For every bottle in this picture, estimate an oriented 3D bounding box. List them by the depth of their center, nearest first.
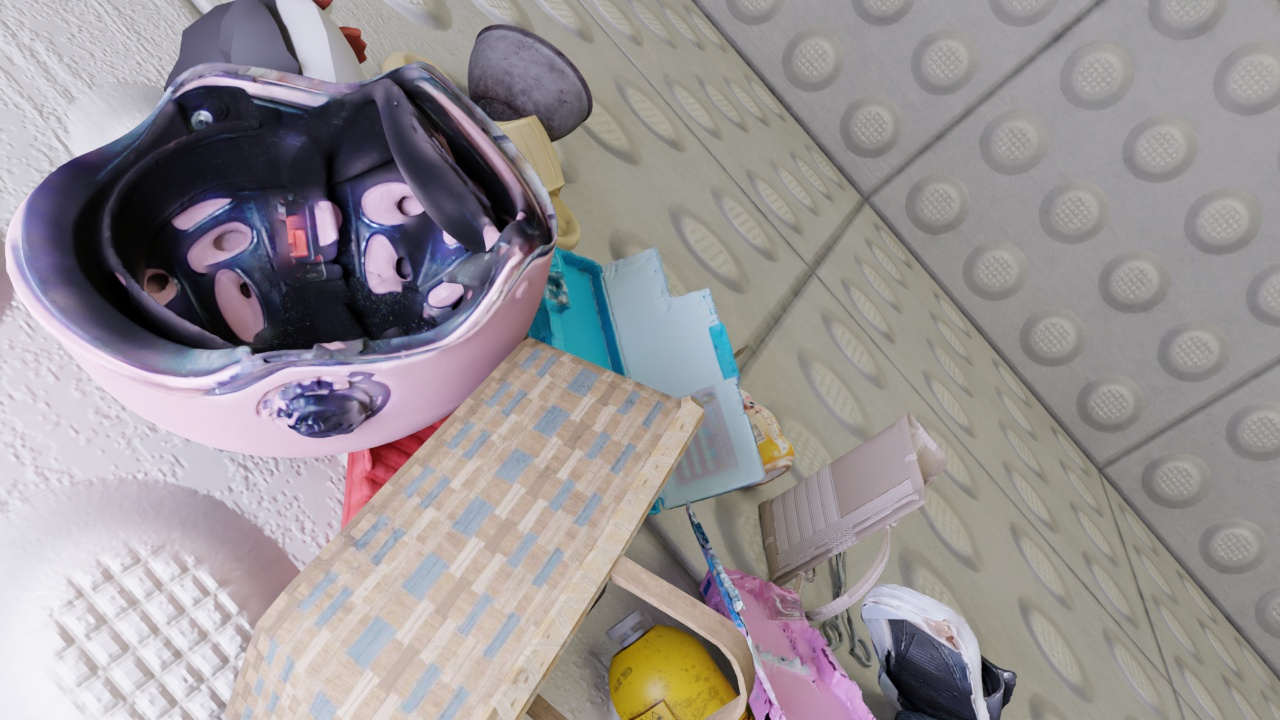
[{"bbox_3d":[0.035,0.234,0.579,0.164,0.071,0.071,54,26,10],"label":"bottle"},{"bbox_3d":[0.108,0.071,0.930,0.063,0.063,0.109,9,48,-54],"label":"bottle"}]

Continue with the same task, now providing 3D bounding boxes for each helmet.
[{"bbox_3d":[-0.178,-0.045,0.494,0.254,0.153,0.230,-23,60,-30],"label":"helmet"}]

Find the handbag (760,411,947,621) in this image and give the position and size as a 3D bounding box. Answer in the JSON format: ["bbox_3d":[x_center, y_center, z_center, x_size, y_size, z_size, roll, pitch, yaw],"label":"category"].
[{"bbox_3d":[0.178,0.153,0.804,0.062,0.176,0.197,48,28,-8],"label":"handbag"}]

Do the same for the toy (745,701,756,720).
[{"bbox_3d":[0.118,0.275,0.699,0.094,0.036,0.093,37,32,-9],"label":"toy"}]

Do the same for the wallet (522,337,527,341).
[{"bbox_3d":[-0.062,0.012,0.795,0.091,0.018,0.115,56,28,12],"label":"wallet"}]

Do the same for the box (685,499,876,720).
[{"bbox_3d":[0.076,0.186,0.639,0.160,0.063,0.230,45,3,-13],"label":"box"}]

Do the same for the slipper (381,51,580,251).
[{"bbox_3d":[-0.145,-0.220,0.913,0.261,0.079,0.111,46,29,-5],"label":"slipper"}]

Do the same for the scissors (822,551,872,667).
[{"bbox_3d":[0.192,0.233,0.900,0.117,0.014,0.161,28,35,-38],"label":"scissors"}]

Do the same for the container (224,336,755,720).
[{"bbox_3d":[-0.046,0.127,0.442,0.186,0.158,0.249,36,43,1],"label":"container"}]

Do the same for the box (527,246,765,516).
[{"bbox_3d":[-0.011,0.013,0.748,0.170,0.085,0.227,-6,69,-22],"label":"box"}]

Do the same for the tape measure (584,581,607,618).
[{"bbox_3d":[-0.054,0.145,0.602,0.059,0.038,0.058,27,30,-14],"label":"tape measure"}]

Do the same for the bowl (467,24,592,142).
[{"bbox_3d":[-0.130,-0.282,0.988,0.145,0.145,0.067,37,69,-24],"label":"bowl"}]

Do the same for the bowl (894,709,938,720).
[{"bbox_3d":[0.263,0.337,0.732,0.137,0.057,0.137,161,-89,-81],"label":"bowl"}]

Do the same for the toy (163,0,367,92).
[{"bbox_3d":[-0.241,-0.145,0.632,0.159,0.140,0.184,76,-9,-76],"label":"toy"}]

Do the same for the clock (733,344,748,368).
[{"bbox_3d":[0.042,0.030,0.870,0.054,0.093,0.140,52,50,-10],"label":"clock"}]

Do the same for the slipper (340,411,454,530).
[{"bbox_3d":[-0.128,0.061,0.571,0.103,0.059,0.248,35,30,-28],"label":"slipper"}]

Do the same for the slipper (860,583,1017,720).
[{"bbox_3d":[0.250,0.251,0.766,0.111,0.063,0.264,20,-28,38],"label":"slipper"}]
